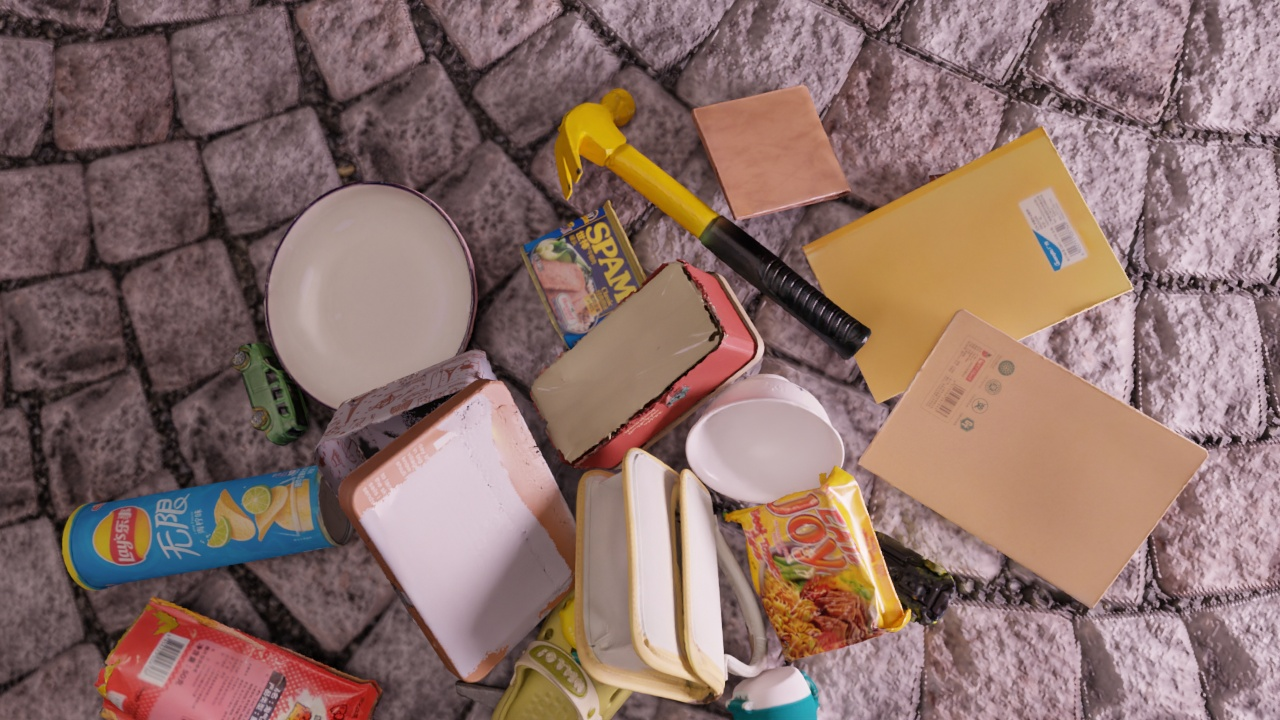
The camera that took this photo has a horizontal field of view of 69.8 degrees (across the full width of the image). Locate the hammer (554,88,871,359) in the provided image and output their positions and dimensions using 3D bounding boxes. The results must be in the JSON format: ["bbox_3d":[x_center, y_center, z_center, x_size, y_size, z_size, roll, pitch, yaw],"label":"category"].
[{"bbox_3d":[0.056,-0.105,0.734,0.301,0.033,0.128,38,46,4],"label":"hammer"}]

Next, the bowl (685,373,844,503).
[{"bbox_3d":[0.096,0.050,0.711,0.118,0.118,0.064,4,43,5],"label":"bowl"}]

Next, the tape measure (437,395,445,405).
[{"bbox_3d":[-0.153,0.040,0.740,0.066,0.066,0.033,-40,82,14],"label":"tape measure"}]

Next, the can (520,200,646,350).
[{"bbox_3d":[-0.040,-0.066,0.750,0.083,0.057,0.102,-26,80,3],"label":"can"}]

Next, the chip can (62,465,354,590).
[{"bbox_3d":[-0.345,0.134,0.742,0.210,0.071,0.071,-10,81,3],"label":"chip can"}]

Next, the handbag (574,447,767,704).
[{"bbox_3d":[0.037,0.163,0.676,0.063,0.178,0.163,-32,45,35],"label":"handbag"}]

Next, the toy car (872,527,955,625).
[{"bbox_3d":[0.190,0.162,0.711,0.105,0.032,0.048,29,89,20],"label":"toy car"}]

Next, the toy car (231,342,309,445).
[{"bbox_3d":[-0.308,0.026,0.768,0.036,0.043,0.091,-26,82,4],"label":"toy car"}]

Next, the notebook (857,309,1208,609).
[{"bbox_3d":[0.297,0.075,0.707,0.208,0.008,0.148,32,102,9],"label":"notebook"}]

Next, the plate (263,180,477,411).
[{"bbox_3d":[-0.219,-0.050,0.761,0.193,0.039,0.192,0,89,15],"label":"plate"}]

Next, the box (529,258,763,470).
[{"bbox_3d":[-0.004,0.004,0.688,0.169,0.078,0.091,-40,61,23],"label":"box"}]

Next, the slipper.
[{"bbox_3d":[-0.050,0.235,0.683,0.091,0.081,0.190,31,89,10],"label":"slipper"}]

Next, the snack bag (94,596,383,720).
[{"bbox_3d":[-0.318,0.277,0.728,0.208,0.073,0.128,23,89,2],"label":"snack bag"}]

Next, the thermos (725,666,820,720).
[{"bbox_3d":[0.122,0.343,0.676,0.073,0.073,0.224,-14,81,3],"label":"thermos"}]

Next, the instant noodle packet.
[{"bbox_3d":[0.131,0.155,0.692,0.111,0.044,0.128,-26,82,31],"label":"instant noodle packet"}]

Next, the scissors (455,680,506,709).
[{"bbox_3d":[-0.037,0.280,0.724,0.225,0.015,0.189,-45,81,-1],"label":"scissors"}]

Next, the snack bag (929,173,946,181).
[{"bbox_3d":[0.266,-0.105,0.743,0.048,0.026,0.104,-8,82,0],"label":"snack bag"}]

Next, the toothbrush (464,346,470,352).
[{"bbox_3d":[-0.213,-0.061,0.788,0.189,0.016,0.014,39,96,12],"label":"toothbrush"}]

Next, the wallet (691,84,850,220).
[{"bbox_3d":[0.106,-0.170,0.749,0.115,0.020,0.101,-16,80,-22],"label":"wallet"}]

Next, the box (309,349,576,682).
[{"bbox_3d":[-0.127,0.112,0.645,0.150,0.166,0.182,-22,112,5],"label":"box"}]

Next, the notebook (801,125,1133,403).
[{"bbox_3d":[0.251,-0.073,0.724,0.206,0.010,0.146,-27,80,15],"label":"notebook"}]
